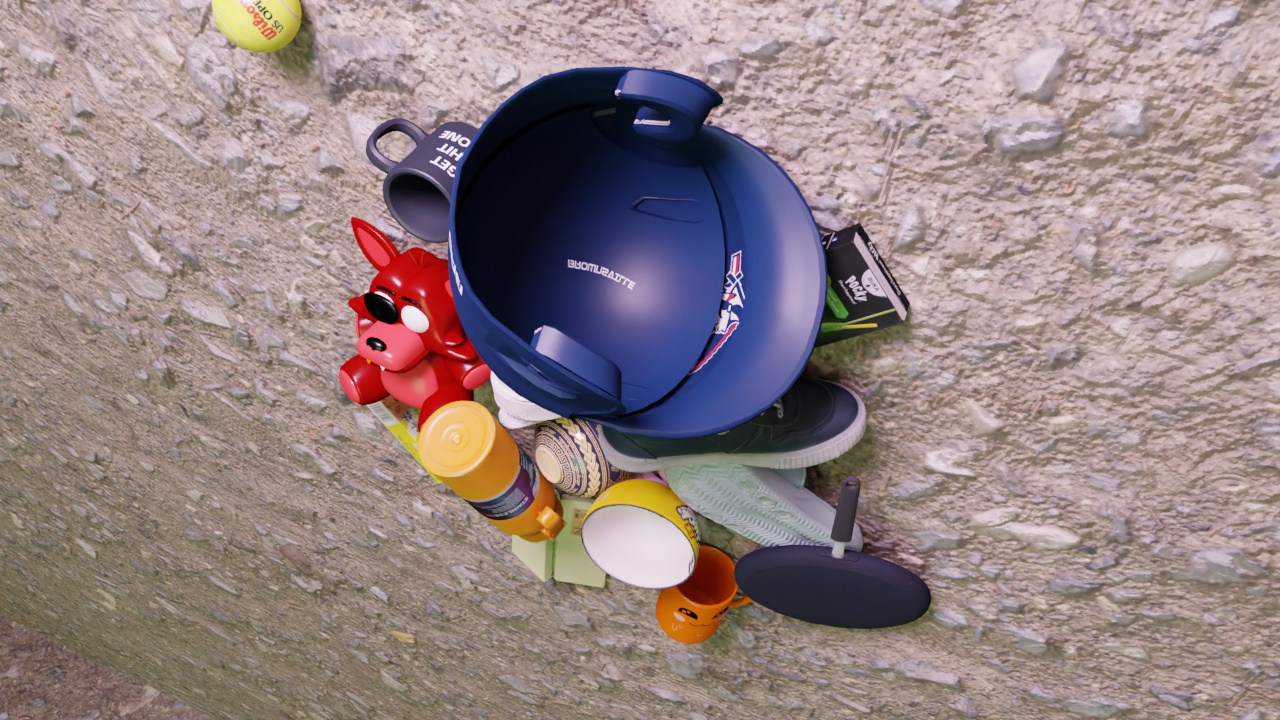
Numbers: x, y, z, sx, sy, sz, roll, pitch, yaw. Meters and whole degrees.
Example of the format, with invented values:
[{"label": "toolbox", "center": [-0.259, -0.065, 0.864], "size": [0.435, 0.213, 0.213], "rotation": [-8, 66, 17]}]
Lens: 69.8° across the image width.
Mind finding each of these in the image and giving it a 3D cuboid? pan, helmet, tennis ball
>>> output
[{"label": "pan", "center": [0.187, 0.195, 0.880], "size": [0.199, 0.021, 0.357], "rotation": [7, 147, 11]}, {"label": "helmet", "center": [-0.002, -0.062, 0.654], "size": [0.272, 0.232, 0.223], "rotation": [18, 170, 0]}, {"label": "tennis ball", "center": [-0.302, -0.277, 0.724], "size": [0.065, 0.065, 0.065], "rotation": [16, 137, 15]}]

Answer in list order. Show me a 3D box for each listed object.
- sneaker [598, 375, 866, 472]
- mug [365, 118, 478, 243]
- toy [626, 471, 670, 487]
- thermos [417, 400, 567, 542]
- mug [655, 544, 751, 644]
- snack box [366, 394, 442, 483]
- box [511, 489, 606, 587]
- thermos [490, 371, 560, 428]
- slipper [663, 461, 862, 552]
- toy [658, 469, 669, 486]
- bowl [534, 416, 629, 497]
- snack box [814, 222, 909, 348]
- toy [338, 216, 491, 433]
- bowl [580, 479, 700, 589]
[{"label": "sneaker", "center": [0.073, 0.037, 0.756], "size": [0.235, 0.089, 0.087], "rotation": [-5, 141, -5]}, {"label": "mug", "center": [-0.176, -0.158, 0.760], "size": [0.105, 0.077, 0.071], "rotation": [37, 139, -8]}, {"label": "toy", "center": [0.007, 0.147, 0.975], "size": [0.096, 0.052, 0.099], "rotation": [8, 139, 45]}, {"label": "thermos", "center": [-0.137, 0.129, 0.923], "size": [0.076, 0.091, 0.233], "rotation": [-26, 149, 0]}, {"label": "mug", "center": [0.081, 0.268, 1.052], "size": [0.112, 0.077, 0.096], "rotation": [0, 140, -13]}, {"label": "snack box", "center": [-0.264, 0.080, 1.081], "size": [0.029, 0.040, 0.148], "rotation": [-13, 123, 40]}, {"label": "box", "center": [-0.100, 0.211, 1.117], "size": [0.141, 0.047, 0.188], "rotation": [20, 138, 8]}, {"label": "thermos", "center": [-0.094, -0.036, 0.829], "size": [0.099, 0.099, 0.221], "rotation": [14, 133, 18]}, {"label": "slipper", "center": [0.121, 0.124, 0.879], "size": [0.245, 0.074, 0.104], "rotation": [34, 143, -29]}, {"label": "toy", "center": [0.040, 0.099, 0.918], "size": [0.064, 0.047, 0.110], "rotation": [-20, 116, 32]}, {"label": "bowl", "center": [-0.071, 0.093, 0.931], "size": [0.112, 0.061, 0.113], "rotation": [32, 136, 37]}, {"label": "snack box", "center": [0.127, -0.048, 0.734], "size": [0.148, 0.025, 0.080], "rotation": [-18, 121, 41]}, {"label": "toy", "center": [-0.221, -0.027, 0.897], "size": [0.158, 0.120, 0.198], "rotation": [26, 132, 18]}, {"label": "bowl", "center": [0.006, 0.162, 0.908], "size": [0.117, 0.067, 0.117], "rotation": [10, 128, 13]}]
